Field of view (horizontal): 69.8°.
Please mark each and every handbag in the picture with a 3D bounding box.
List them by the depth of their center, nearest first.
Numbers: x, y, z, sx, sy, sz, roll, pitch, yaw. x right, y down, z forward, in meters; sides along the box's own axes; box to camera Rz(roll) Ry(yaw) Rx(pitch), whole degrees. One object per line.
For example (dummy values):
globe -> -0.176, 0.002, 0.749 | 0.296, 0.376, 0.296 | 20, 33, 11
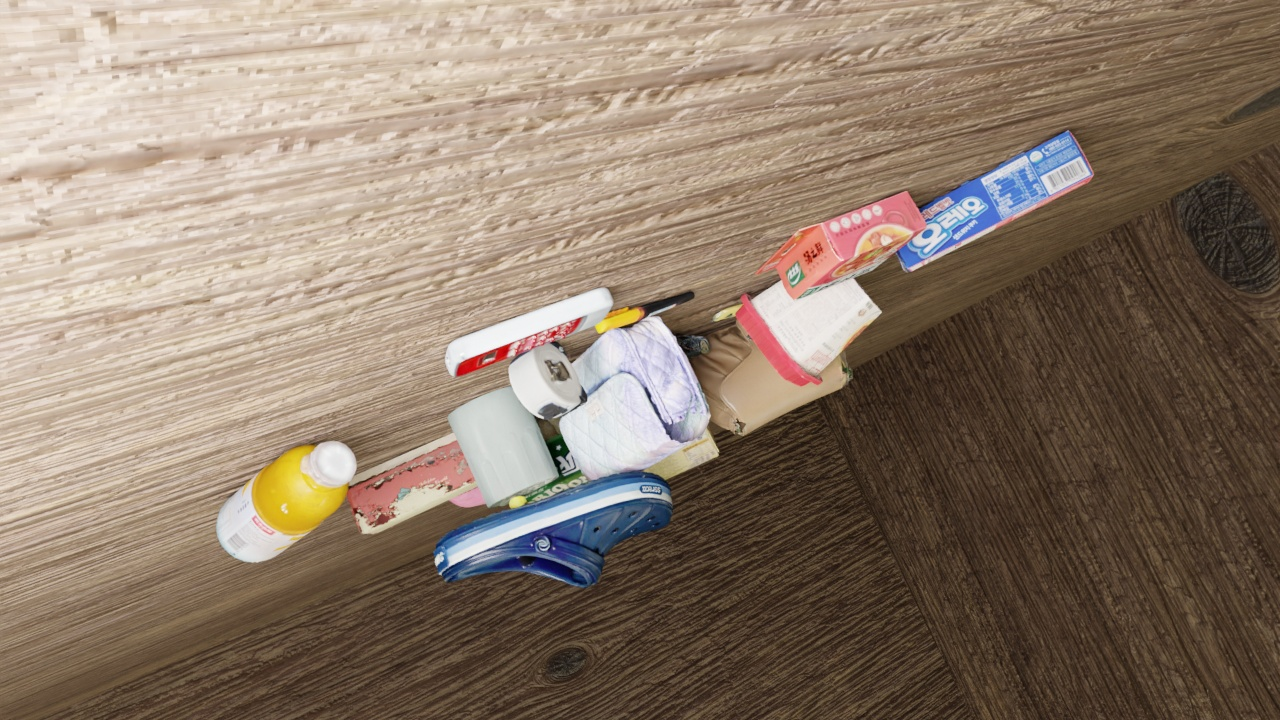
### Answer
handbag -> -0.018, 0.047, 0.932 | 0.075, 0.134, 0.194 | -20, 169, -31
handbag -> 0.156, 0.003, 1.148 | 0.204, 0.147, 0.100 | -25, 134, -11

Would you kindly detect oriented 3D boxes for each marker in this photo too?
marker -> 0.006, -0.047, 0.838 | 0.123, 0.015, 0.018 | -20, 172, -41
marker -> -0.127, 0.155, 0.972 | 0.018, 0.015, 0.124 | -19, 170, -9

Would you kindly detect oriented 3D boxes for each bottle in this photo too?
bottle -> -0.303, 0.119, 0.791 | 0.190, 0.068, 0.067 | -33, 168, 40

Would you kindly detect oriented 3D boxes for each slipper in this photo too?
slipper -> -0.072, 0.178, 0.902 | 0.252, 0.095, 0.105 | -11, 164, -24

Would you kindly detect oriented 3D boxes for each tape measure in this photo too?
tape measure -> -0.082, 0.018, 0.804 | 0.034, 0.065, 0.066 | -33, 171, 23

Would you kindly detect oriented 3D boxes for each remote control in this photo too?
remote control -> -0.086, -0.022, 0.714 | 0.135, 0.020, 0.056 | -21, 170, -20

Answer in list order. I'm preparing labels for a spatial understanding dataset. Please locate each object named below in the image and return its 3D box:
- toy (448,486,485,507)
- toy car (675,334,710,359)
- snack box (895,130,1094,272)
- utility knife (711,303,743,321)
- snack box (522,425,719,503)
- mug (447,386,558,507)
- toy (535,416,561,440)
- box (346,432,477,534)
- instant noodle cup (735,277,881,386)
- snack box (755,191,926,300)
toy -> -0.211, 0.151, 1.212 | 0.194, 0.074, 0.179 | -9, -178, -15
toy car -> 0.042, -0.011, 1.076 | 0.049, 0.031, 0.105 | -25, 172, 31
snack box -> 0.368, -0.166, 0.983 | 0.208, 0.057, 0.058 | -28, 173, 19
utility knife -> 0.140, -0.067, 1.089 | 0.151, 0.018, 0.031 | -12, 159, -37
snack box -> -0.033, 0.117, 1.091 | 0.240, 0.063, 0.114 | -25, 148, 5
mug -> -0.147, 0.095, 0.959 | 0.083, 0.103, 0.124 | -21, 169, -27
toy -> -0.135, 0.091, 1.136 | 0.105, 0.066, 0.157 | 4, 176, 18
box -> -0.245, 0.144, 1.055 | 0.168, 0.079, 0.091 | -24, 172, -8
instant noodle cup -> 0.189, -0.049, 1.013 | 0.124, 0.116, 0.116 | -40, 158, 15
snack box -> 0.193, -0.106, 0.895 | 0.127, 0.044, 0.113 | -22, 171, -19
